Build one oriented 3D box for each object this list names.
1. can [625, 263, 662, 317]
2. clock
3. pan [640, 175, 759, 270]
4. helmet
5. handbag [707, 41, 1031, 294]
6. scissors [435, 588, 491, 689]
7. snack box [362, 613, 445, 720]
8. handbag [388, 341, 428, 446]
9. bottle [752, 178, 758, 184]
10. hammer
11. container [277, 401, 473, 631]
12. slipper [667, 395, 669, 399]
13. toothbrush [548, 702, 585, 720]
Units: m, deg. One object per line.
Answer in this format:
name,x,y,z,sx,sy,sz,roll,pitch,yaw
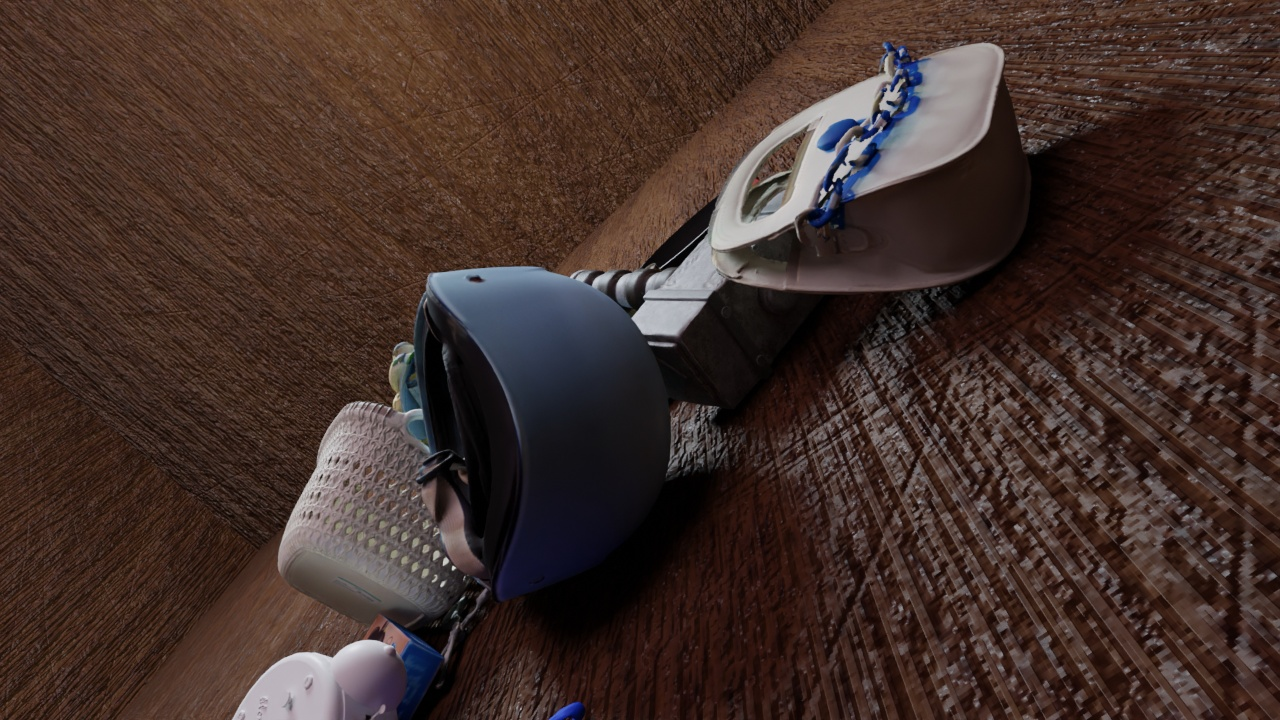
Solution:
can,0.008,-0.042,0.935,0.090,0.074,0.089,-42,11,9
clock,-0.222,0.255,0.594,0.161,0.073,0.125,-31,45,24
pan,0.019,-0.097,1.125,0.355,0.044,0.204,-44,11,-6
helmet,-0.075,0.047,0.636,0.166,0.225,0.266,-8,-2,-26
handbag,0.132,-0.123,0.580,0.200,0.093,0.200,-9,34,29
scissors,-0.135,0.202,0.727,0.174,0.014,0.142,-51,11,-10
snack box,-0.201,0.251,0.709,0.087,0.034,0.152,-61,18,-19
handbag,-0.169,0.059,0.889,0.118,0.192,0.121,-29,15,3
bottle,0.111,-0.145,0.903,0.062,0.062,0.176,-42,9,11
hammer,0.011,-0.059,0.778,0.176,0.079,0.327,-49,28,-21
container,-0.223,0.148,0.822,0.247,0.184,0.142,-41,20,56
slipper,-0.005,0.005,0.804,0.268,0.055,0.098,-44,34,-5
toothbrush,-0.094,0.238,0.468,0.182,0.016,0.018,-44,17,5
